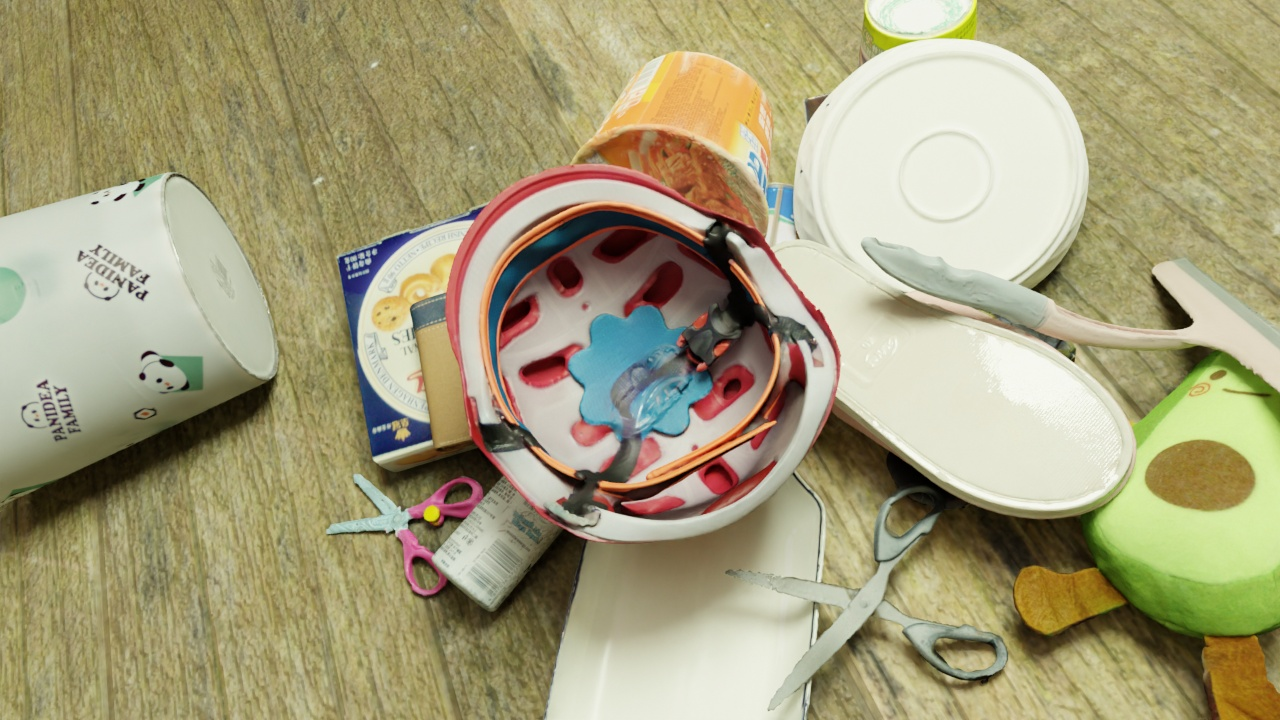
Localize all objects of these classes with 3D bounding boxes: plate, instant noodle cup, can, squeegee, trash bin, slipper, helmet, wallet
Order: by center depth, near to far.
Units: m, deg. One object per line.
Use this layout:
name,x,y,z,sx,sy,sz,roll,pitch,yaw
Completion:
squeegee,0.253,-0.033,0.560,0.249,0.040,0.247,13,27,2
helmet,-0.003,0.003,0.585,0.207,0.144,0.240,-38,75,-4
plate,0.032,0.175,0.592,0.162,0.034,0.265,3,61,16
slipper,0.178,0.008,0.595,0.274,0.054,0.114,33,87,31
plate,0.212,-0.128,0.649,0.205,0.045,0.205,1,93,9
can,-0.078,0.104,0.650,0.058,0.058,0.146,32,72,28
wallet,-0.119,0.002,0.673,0.090,0.033,0.115,-15,74,8
instant noodle cup,0.032,-0.149,0.689,0.151,0.151,0.111,5,53,18
can,0.099,-0.068,0.705,0.053,0.053,0.134,4,61,17
instant noodle cup,0.220,-0.238,0.730,0.112,0.123,0.111,-7,59,11
trash bin,-0.454,-0.021,0.738,0.252,0.230,0.229,-21,57,-5

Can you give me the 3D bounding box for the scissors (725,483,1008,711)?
scissors,0.141,0.152,0.560,0.159,0.014,0.178,42,72,13

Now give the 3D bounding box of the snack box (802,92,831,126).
snack box,0.189,-0.142,0.697,0.113,0.053,0.125,-9,86,9

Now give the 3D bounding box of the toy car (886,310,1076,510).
toy car,0.228,0.031,0.618,0.070,0.042,0.158,35,85,32

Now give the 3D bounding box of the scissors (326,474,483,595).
scissors,-0.179,0.129,0.690,0.133,0.017,0.118,-10,62,14

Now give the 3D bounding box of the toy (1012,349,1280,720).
toy,0.335,0.081,0.530,0.227,0.090,0.246,22,68,40

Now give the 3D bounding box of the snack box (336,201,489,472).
snack box,-0.134,-0.025,0.724,0.178,0.046,0.182,-17,72,5
